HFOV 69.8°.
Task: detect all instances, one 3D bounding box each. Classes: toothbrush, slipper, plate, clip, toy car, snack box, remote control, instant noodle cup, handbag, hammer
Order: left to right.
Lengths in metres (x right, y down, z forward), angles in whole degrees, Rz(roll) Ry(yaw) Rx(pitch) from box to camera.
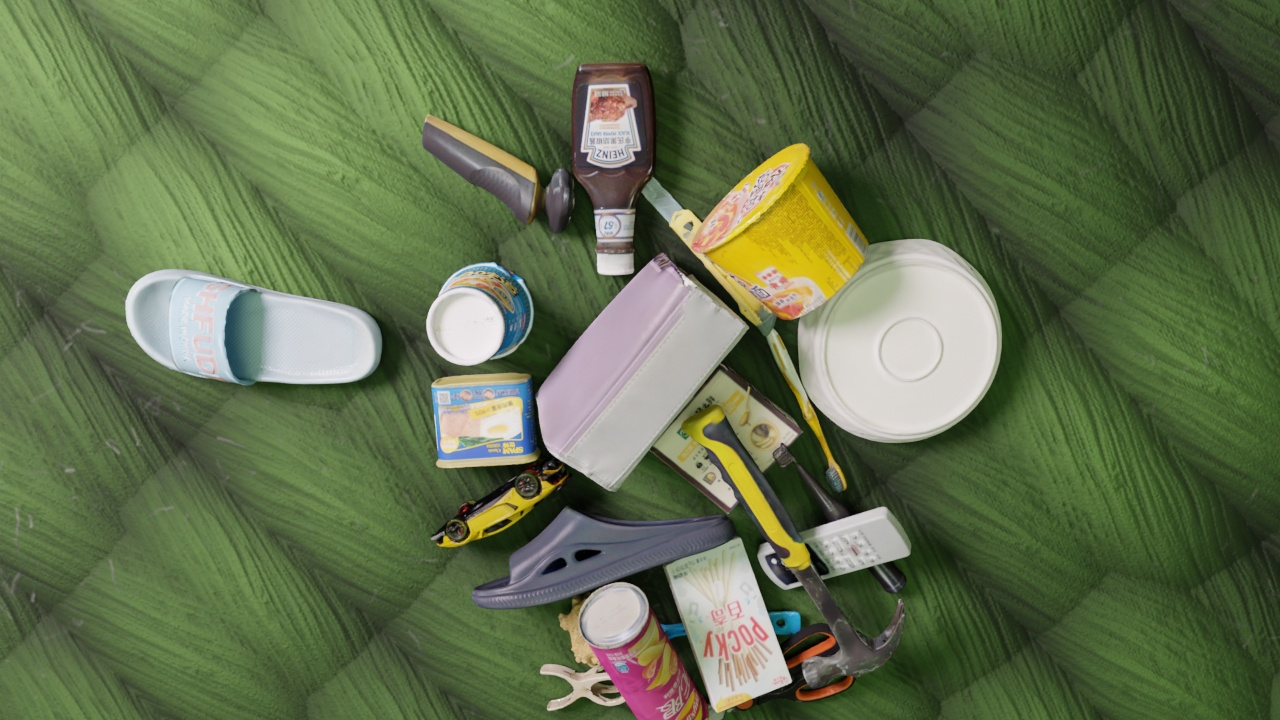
[{"bbox_3d":[-0.377,-0.023,0.889,0.245,0.074,0.104,8,102,-3],"label":"slipper"},{"bbox_3d":[-0.156,-0.040,0.866,0.099,0.110,0.099,0,101,1],"label":"instant noodle cup"},{"bbox_3d":[-0.140,0.145,0.921,0.156,0.071,0.041,-32,95,8],"label":"toy car"},{"bbox_3d":[-0.055,0.345,0.980,0.100,0.034,0.071,-8,101,10],"label":"clip"},{"bbox_3d":[-0.041,0.180,0.919,0.268,0.111,0.083,-15,84,-3],"label":"slipper"},{"bbox_3d":[-0.005,0.005,0.858,0.098,0.145,0.197,35,100,-28],"label":"handbag"},{"bbox_3d":[0.077,0.070,0.913,0.125,0.053,0.113,40,98,-7],"label":"snack box"},{"bbox_3d":[0.088,0.267,0.938,0.084,0.027,0.156,-19,85,-10],"label":"snack box"},{"bbox_3d":[0.133,-0.112,0.844,0.138,0.138,0.110,-43,107,8],"label":"instant noodle cup"},{"bbox_3d":[0.146,0.178,0.887,0.126,0.031,0.323,-28,105,20],"label":"hammer"},{"bbox_3d":[0.165,0.051,0.926,0.018,0.016,0.191,-35,103,-39],"label":"toothbrush"},{"bbox_3d":[0.191,0.191,0.919,0.150,0.021,0.058,-26,113,30],"label":"remote control"},{"bbox_3d":[0.200,0.159,0.923,0.027,0.026,0.212,-42,109,1],"label":"toothbrush"},{"bbox_3d":[0.259,-0.014,0.901,0.205,0.045,0.205,0,100,1],"label":"plate"}]

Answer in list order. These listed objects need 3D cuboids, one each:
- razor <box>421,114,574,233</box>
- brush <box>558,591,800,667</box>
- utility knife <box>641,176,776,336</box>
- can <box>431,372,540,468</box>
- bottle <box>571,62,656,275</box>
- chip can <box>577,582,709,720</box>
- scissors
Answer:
[{"bbox_3d":[-0.134,-0.182,0.873,0.167,0.062,0.067,30,69,0],"label":"razor"},{"bbox_3d":[0.042,0.280,0.965,0.254,0.046,0.083,-1,97,-3],"label":"brush"},{"bbox_3d":[0.063,-0.109,0.900,0.031,0.022,0.210,-42,88,2],"label":"utility knife"},{"bbox_3d":[-0.154,0.058,0.912,0.102,0.057,0.083,-3,98,1],"label":"can"},{"bbox_3d":[-0.025,-0.180,0.872,0.080,0.044,0.195,1,102,7],"label":"bottle"},{"bbox_3d":[0.006,0.305,0.902,0.071,0.071,0.211,-21,130,4],"label":"chip can"},{"bbox_3d":[0.115,0.341,0.977,0.235,0.021,0.142,-8,112,-1],"label":"scissors"}]
